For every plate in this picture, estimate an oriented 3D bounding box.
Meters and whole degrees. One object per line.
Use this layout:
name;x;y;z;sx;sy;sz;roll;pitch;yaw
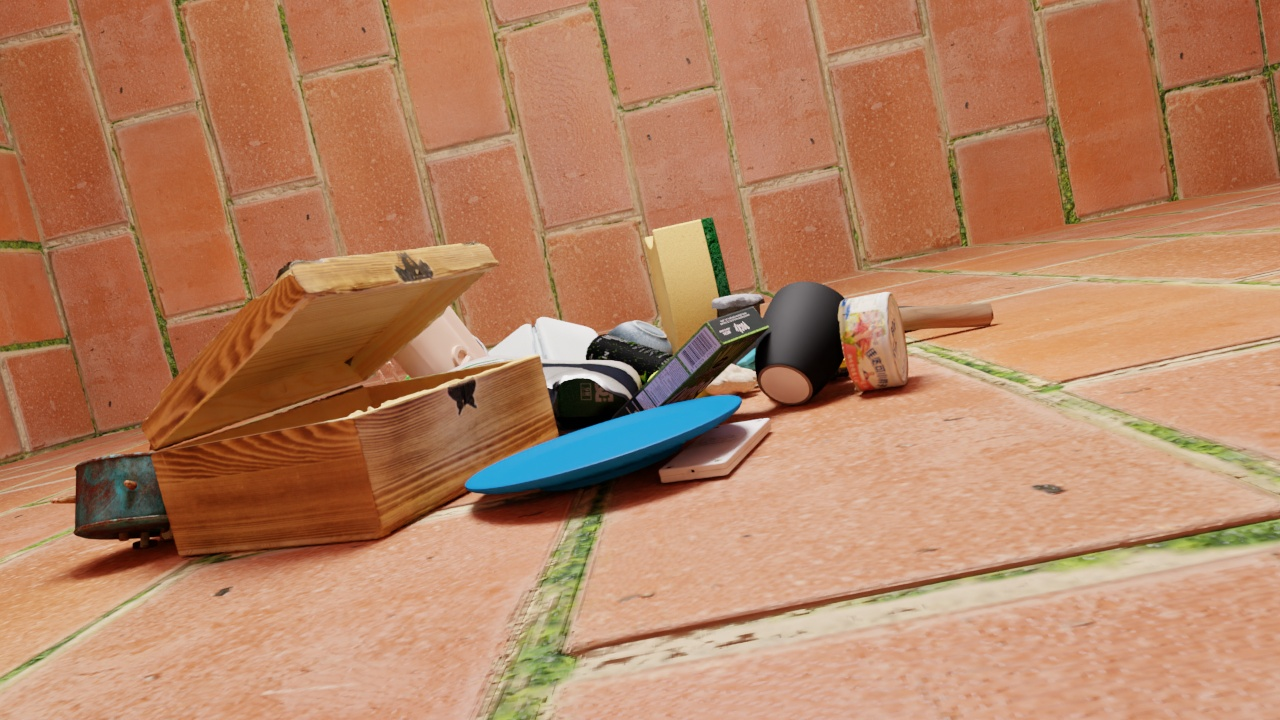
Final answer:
plate;-0.026;0.072;0.721;0.224;0.024;0.224;-17;3;1

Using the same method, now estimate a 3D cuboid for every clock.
clock;-0.437;0.133;0.845;0.121;0.073;0.157;-14;-15;21

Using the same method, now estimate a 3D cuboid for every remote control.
remote control;0.060;0.067;0.695;0.050;0.011;0.135;-11;6;23

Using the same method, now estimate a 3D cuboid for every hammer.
hammer;0.244;-0.042;1.071;0.328;0.098;0.052;-6;7;2

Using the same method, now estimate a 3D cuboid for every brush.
brush;0.068;-0.082;1.232;0.075;0.195;0.250;-13;6;-1

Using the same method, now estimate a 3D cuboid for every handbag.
handbag;-0.266;0.038;1.082;0.187;0.199;0.116;-23;33;19

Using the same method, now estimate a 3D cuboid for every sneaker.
sneaker;-0.120;0.042;0.955;0.235;0.084;0.079;-4;14;8

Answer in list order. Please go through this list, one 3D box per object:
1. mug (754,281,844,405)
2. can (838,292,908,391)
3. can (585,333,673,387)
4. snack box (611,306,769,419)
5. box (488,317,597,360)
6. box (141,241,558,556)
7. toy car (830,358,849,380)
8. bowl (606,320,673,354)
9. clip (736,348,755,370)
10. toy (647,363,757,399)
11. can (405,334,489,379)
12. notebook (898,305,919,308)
mug;0.143;-0.001;0.867;0.100;0.085;0.119;-61;-3;-40
can;0.210;-0.017;0.822;0.043;0.086;0.086;-10;6;25
can;-0.006;0.006;1.087;0.053;0.054;0.138;-17;25;-40
snack box;0.045;0.012;0.845;0.080;0.025;0.148;-19;-22;-51
box;-0.126;0.006;1.199;0.185;0.084;0.210;-9;26;-6
box;-0.269;0.026;0.837;0.259;0.220;0.278;-12;7;26
toy car;0.180;0.006;0.954;0.049;0.030;0.107;-15;4;-13
bowl;0.002;-0.018;1.216;0.110;0.055;0.110;24;15;-7
clip;0.173;-0.014;1.025;0.033;0.119;0.120;-4;55;61
toy;0.067;0.022;0.974;0.115;0.046;0.092;-2;3;19
can;-0.261;0.027;1.217;0.087;0.087;0.140;-18;-20;-43
notebook;0.276;-0.041;1.241;0.209;0.029;0.169;-12;6;-7
